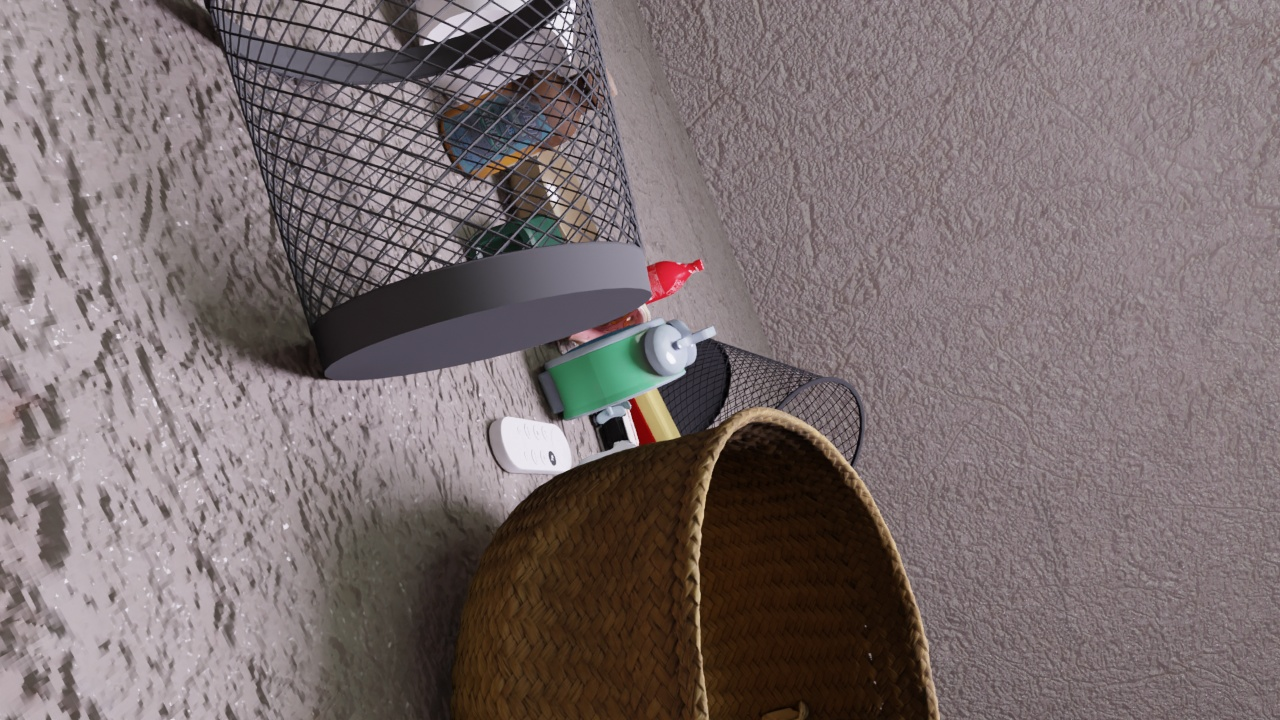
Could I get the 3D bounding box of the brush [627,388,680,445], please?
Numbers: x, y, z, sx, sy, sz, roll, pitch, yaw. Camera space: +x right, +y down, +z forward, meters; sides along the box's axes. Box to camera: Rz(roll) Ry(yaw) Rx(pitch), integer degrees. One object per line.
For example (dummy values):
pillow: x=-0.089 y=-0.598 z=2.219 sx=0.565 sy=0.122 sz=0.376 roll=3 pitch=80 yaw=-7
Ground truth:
brush: x=-0.002 y=0.045 z=1.012 sx=0.173 sy=0.042 sz=0.082 roll=63 pitch=8 yaw=2

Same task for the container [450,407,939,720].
container: x=0.040 y=0.199 z=0.564 sx=0.306 sy=0.197 sz=0.306 roll=27 pitch=55 yaw=-47

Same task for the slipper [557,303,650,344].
slipper: x=-0.033 y=-0.049 z=0.949 sx=0.081 sy=0.093 sz=0.196 roll=44 pitch=23 yaw=4

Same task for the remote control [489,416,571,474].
remote control: x=-0.088 y=0.071 z=0.753 sx=0.136 sy=0.013 sz=0.043 roll=24 pitch=47 yaw=-71

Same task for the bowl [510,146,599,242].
bowl: x=-0.095 y=-0.156 z=0.966 sx=0.152 sy=0.050 sz=0.152 roll=-20 pitch=90 yaw=-76

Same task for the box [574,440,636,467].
box: x=-0.027 y=0.137 z=0.763 sx=0.141 sy=0.084 sz=0.140 roll=-4 pitch=73 yaw=-70

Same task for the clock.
clock: x=-0.005 y=0.005 z=0.852 sx=0.121 sy=0.162 sz=0.075 roll=-28 pitch=96 yaw=-75

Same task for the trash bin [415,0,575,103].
trash bin: x=-0.135 y=-0.358 z=0.860 sx=0.195 sy=0.196 sz=0.199 roll=44 pitch=39 yaw=-61

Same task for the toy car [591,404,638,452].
toy car: x=-0.019 y=0.084 z=0.941 sx=0.039 sy=0.039 sz=0.113 roll=6 pitch=64 yaw=-62

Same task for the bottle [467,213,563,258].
bottle: x=-0.103 y=-0.097 z=0.832 sx=0.131 sy=0.061 sz=0.061 roll=-53 pitch=124 yaw=-74

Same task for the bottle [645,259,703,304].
bottle: x=0.006 y=-0.087 z=1.066 sx=0.042 sy=0.142 sz=0.042 roll=-20 pitch=90 yaw=-76

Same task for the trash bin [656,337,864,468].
trash bin: x=0.119 y=0.070 z=1.073 sx=0.210 sy=0.183 sz=0.184 roll=29 pitch=-22 yaw=47

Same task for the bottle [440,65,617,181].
bottle: x=-0.097 y=-0.222 z=0.827 sx=0.067 sy=0.157 sz=0.068 roll=-20 pitch=90 yaw=-76

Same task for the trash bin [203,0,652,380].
trash bin: x=-0.112 y=-0.123 z=0.528 sx=0.217 sy=0.218 sz=0.227 roll=2 pitch=73 yaw=-75
